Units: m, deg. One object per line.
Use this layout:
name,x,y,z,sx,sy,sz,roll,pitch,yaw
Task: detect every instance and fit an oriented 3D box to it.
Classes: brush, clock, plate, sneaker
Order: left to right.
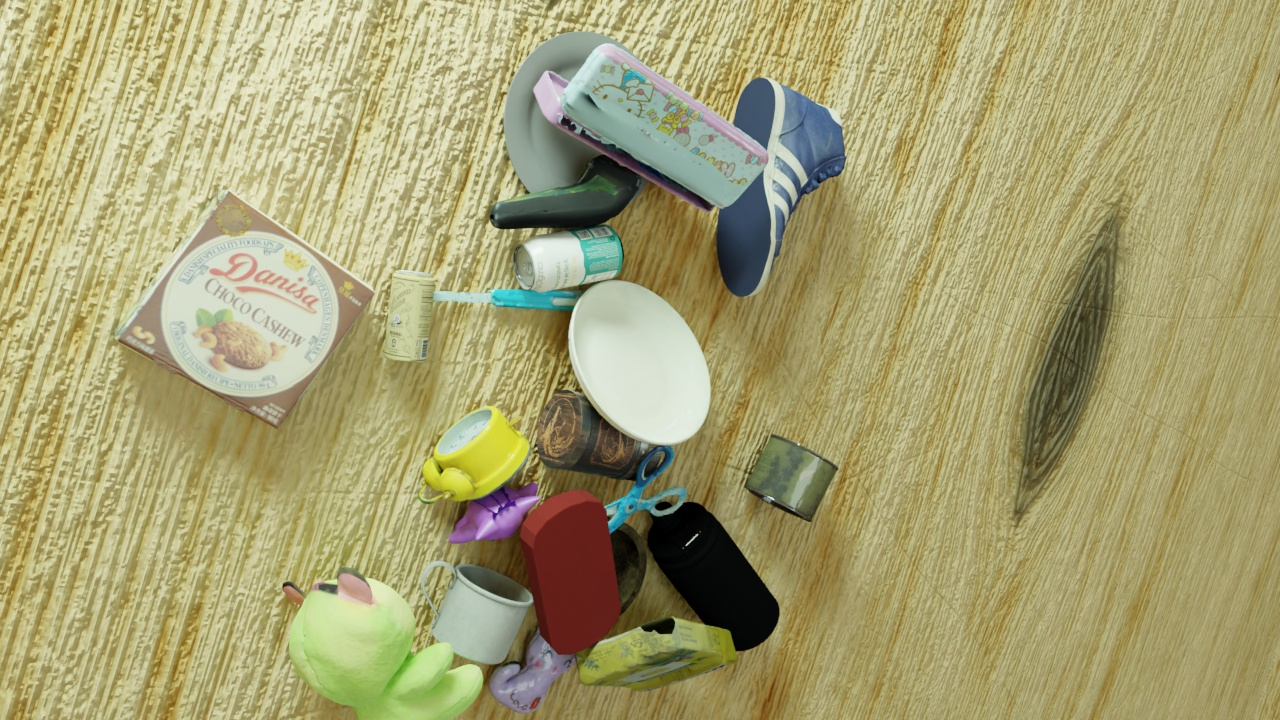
clock,-0.160,0.096,0.870,0.118,0.083,0.057,-44,115,-20
brush,-0.071,0.204,0.894,0.082,0.042,0.174,-23,122,-28
plate,-0.055,-0.230,0.905,0.178,0.012,0.178,-8,105,-32
plate,-0.006,0.005,0.938,0.182,0.034,0.182,23,51,-33
sneaker,0.161,-0.182,1.016,0.118,0.092,0.233,2,92,-36

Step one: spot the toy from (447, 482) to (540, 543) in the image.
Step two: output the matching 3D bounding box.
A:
toy,-0.142,0.145,0.891,0.105,0.088,0.056,-32,110,-23

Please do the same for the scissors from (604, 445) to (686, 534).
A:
scissors,-0.008,0.137,0.939,0.139,0.013,0.118,-15,126,-27

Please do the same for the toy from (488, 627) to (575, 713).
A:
toy,-0.114,0.329,0.982,0.080,0.036,0.099,43,78,-34

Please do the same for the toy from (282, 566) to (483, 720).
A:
toy,-0.241,0.271,0.826,0.197,0.150,0.107,46,45,-32

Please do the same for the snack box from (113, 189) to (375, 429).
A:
snack box,-0.322,-0.041,0.757,0.143,0.041,0.147,39,80,-33

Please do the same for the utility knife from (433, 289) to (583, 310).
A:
utility knife,-0.127,-0.063,0.894,0.166,0.015,0.022,2,100,-35

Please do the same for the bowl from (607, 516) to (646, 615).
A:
bowl,-0.059,0.218,0.979,0.121,0.056,0.121,-8,105,-31

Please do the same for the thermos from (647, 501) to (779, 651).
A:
thermos,0.079,0.242,1.057,0.086,0.086,0.198,-45,121,-17

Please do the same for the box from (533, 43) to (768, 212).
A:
box,0.014,-0.226,0.867,0.214,0.090,0.091,23,120,-34

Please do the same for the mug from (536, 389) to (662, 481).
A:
mug,-0.037,0.063,0.948,0.107,0.080,0.115,16,81,-36

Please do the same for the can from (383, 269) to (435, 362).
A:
can,-0.209,-0.040,0.832,0.038,0.038,0.079,3,99,-34

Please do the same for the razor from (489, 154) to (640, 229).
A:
razor,-0.073,-0.157,0.877,0.151,0.054,0.067,-14,94,-23

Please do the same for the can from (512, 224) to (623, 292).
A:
can,-0.070,-0.100,0.899,0.101,0.055,0.055,-15,109,-30

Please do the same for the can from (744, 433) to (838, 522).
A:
can,0.180,0.141,1.097,0.090,0.090,0.074,32,82,-34

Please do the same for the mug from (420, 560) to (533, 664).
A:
mug,-0.169,0.244,0.902,0.113,0.084,0.070,25,89,-20

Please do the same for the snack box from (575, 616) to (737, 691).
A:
snack box,0.020,0.319,0.983,0.121,0.045,0.181,-23,152,15
